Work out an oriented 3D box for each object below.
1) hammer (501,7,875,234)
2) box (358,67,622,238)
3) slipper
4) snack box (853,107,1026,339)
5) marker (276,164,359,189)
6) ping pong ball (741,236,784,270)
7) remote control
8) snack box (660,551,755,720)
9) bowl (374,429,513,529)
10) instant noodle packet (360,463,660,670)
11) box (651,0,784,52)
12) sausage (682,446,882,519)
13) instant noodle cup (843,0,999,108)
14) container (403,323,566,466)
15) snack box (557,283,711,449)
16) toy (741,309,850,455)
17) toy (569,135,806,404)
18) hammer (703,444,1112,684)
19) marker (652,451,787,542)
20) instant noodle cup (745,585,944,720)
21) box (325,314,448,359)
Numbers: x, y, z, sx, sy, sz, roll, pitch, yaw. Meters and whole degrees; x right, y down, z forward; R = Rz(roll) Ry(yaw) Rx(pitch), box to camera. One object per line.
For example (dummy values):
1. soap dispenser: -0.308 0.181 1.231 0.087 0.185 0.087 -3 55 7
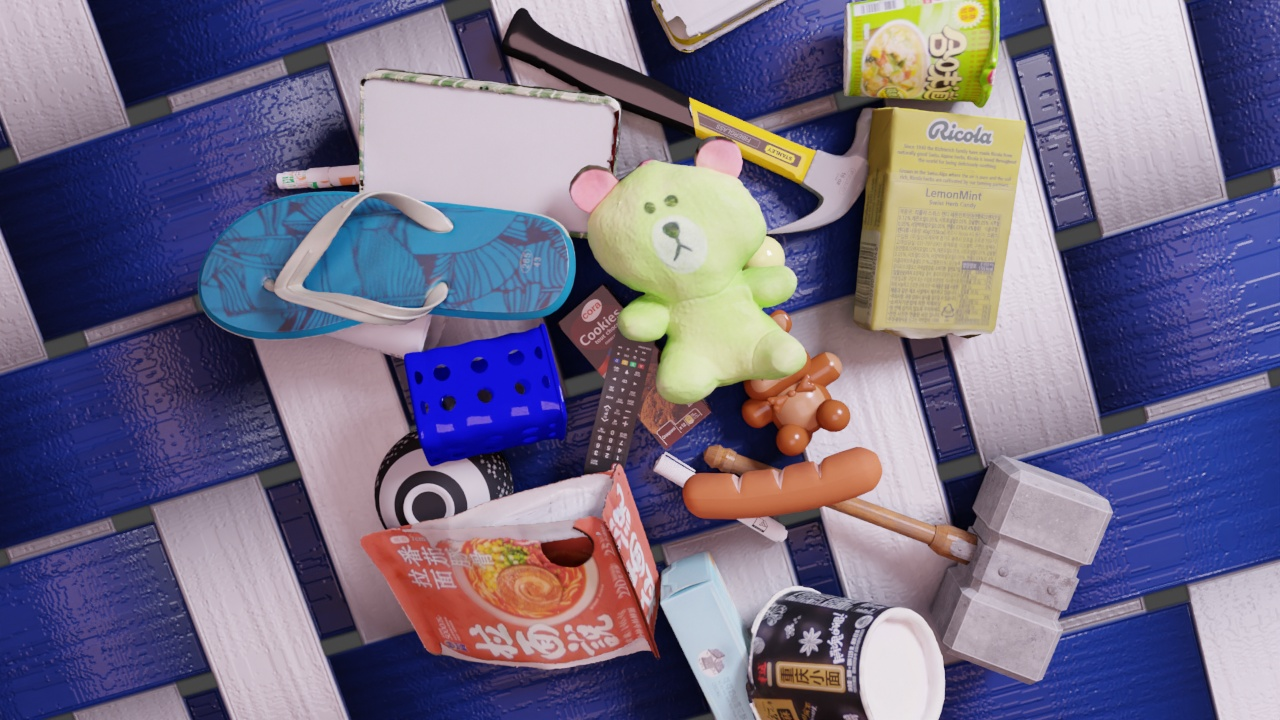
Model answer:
1. hammer: 0.037 -0.205 0.761 0.323 0.029 0.127 24 98 0
2. box: -0.120 -0.167 0.741 0.205 0.051 0.118 4 110 -3
3. slipper: -0.198 -0.078 0.696 0.295 0.060 0.118 0 80 2
4. snack box: 0.240 -0.109 0.748 0.121 0.045 0.181 0 101 -14
5. marker: -0.235 -0.158 0.780 0.145 0.017 0.017 -4 97 2
6. ping pong ball: 0.100 -0.084 0.767 0.040 0.040 0.040 0 97 2
7. remote control: -0.017 0.032 0.765 0.033 0.015 0.147 13 98 0
8. snack box: 0.074 0.259 0.796 0.053 0.075 0.174 -26 96 4
9. bowl: -0.174 0.118 0.789 0.120 0.066 0.120 0 97 2
10. instant noodle packet: -0.105 0.184 0.774 0.221 0.083 0.164 -9 126 11
11. box: 0.109 -0.324 0.742 0.210 0.037 0.064 -28 90 5
12. sausage: 0.115 0.104 0.753 0.164 0.039 0.044 -12 89 16
13. instant noodle cup: 0.215 -0.247 0.720 0.108 0.098 0.099 0 97 10
14. container: -0.126 0.030 0.745 0.113 0.085 0.085 -12 71 -11
15. snack box: -0.005 0.005 0.786 0.051 0.031 0.141 -40 95 6
16. toy: 0.117 0.011 0.769 0.095 0.065 0.127 -33 90 11
17. toy: 0.043 -0.067 0.721 0.150 0.107 0.196 -16 83 4
18. hammer: 0.204 0.133 0.782 0.318 0.082 0.163 20 98 7
19. marker: 0.072 0.121 0.807 0.133 0.017 0.020 31 96 -2
20. instant noodle cup: 0.170 0.252 0.743 0.137 0.113 0.137 11 71 -35
21. box: -0.184 -0.060 0.761 0.156 0.084 0.126 20 91 -2
